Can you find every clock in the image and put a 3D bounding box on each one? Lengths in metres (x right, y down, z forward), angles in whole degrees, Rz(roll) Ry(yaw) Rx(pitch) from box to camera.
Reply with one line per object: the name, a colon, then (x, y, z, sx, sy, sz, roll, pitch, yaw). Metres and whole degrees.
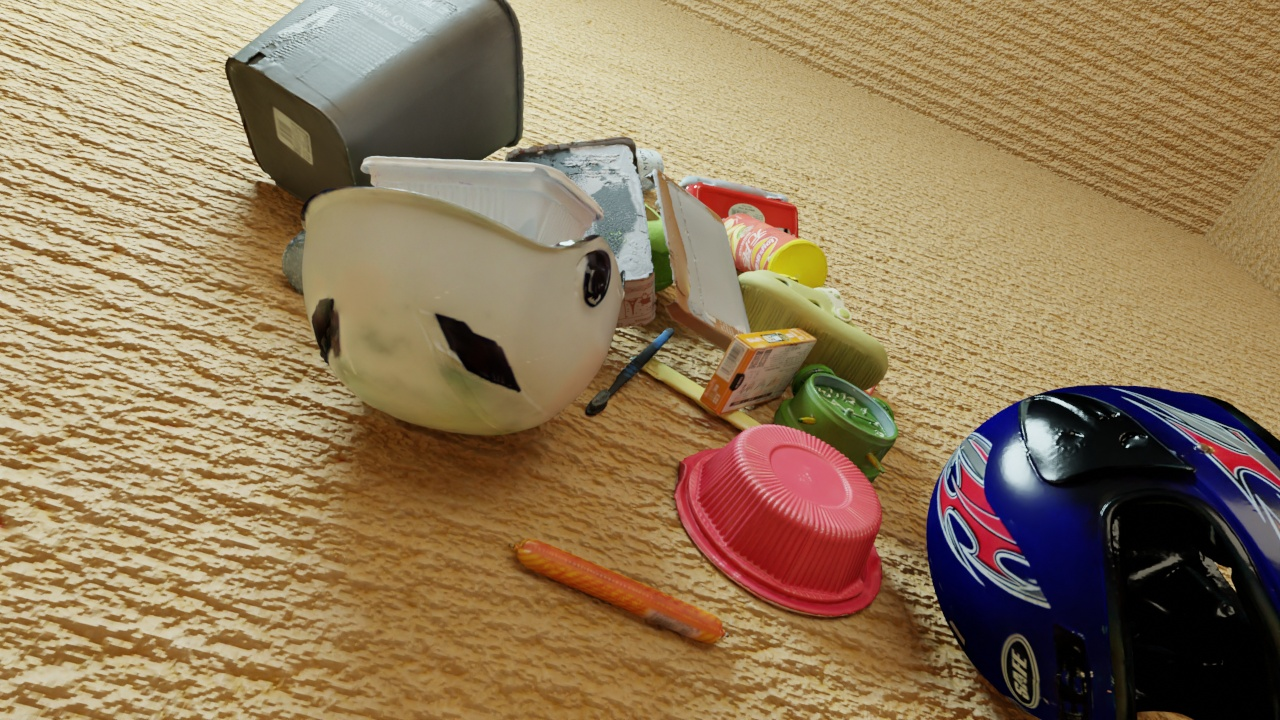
clock: (0.198, 0.058, 0.913, 0.116, 0.056, 0.161, 32, 24, 1)

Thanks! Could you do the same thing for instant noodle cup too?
instant noodle cup: (0.126, 0.118, 0.762, 0.193, 0.066, 0.193, 18, 30, -11)
instant noodle cup: (-0.130, -0.117, 0.757, 0.174, 0.060, 0.138, 8, -5, 17)

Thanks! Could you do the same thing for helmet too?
helmet: (0.347, 0.160, 0.679, 0.240, 0.247, 0.315, -17, 27, 4)
helmet: (-0.133, -0.021, 0.664, 0.229, 0.146, 0.258, 7, -5, 14)

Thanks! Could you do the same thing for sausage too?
sausage: (-0.014, 0.158, 0.629, 0.165, 0.021, 0.021, 24, 29, -3)

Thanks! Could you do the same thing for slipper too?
slipper: (0.184, -0.039, 0.999, 0.190, 0.092, 0.081, 31, 45, 4)

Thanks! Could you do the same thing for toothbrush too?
toothbrush: (-0.005, 0.005, 0.878, 0.014, 0.016, 0.189, 31, 35, 11)

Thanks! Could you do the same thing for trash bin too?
trash bin: (-0.257, -0.264, 0.902, 0.199, 0.199, 0.219, 32, 57, 16)

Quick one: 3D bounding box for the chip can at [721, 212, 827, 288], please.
chip can: (0.153, -0.129, 1.121, 0.073, 0.073, 0.216, 16, 12, -17)

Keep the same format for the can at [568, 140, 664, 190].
can: (-0.037, -0.269, 1.271, 0.146, 0.058, 0.058, -4, 41, -42)

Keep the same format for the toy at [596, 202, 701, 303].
toy: (-0.019, -0.142, 1.046, 0.226, 0.090, 0.246, -2, 43, -42)

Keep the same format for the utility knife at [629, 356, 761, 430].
utility knife: (0.074, 0.044, 0.888, 0.195, 0.020, 0.030, 28, 34, 19)

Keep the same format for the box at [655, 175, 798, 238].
box: (0.122, -0.199, 1.294, 0.201, 0.095, 0.102, 4, -6, -36)

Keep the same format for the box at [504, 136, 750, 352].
box: (-0.004, -0.110, 0.891, 0.272, 0.131, 0.179, 8, 56, -25)

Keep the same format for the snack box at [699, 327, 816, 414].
snack box: (0.119, 0.008, 0.901, 0.026, 0.075, 0.153, 38, 23, 23)

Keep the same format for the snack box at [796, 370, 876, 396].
snack box: (0.201, -0.004, 1.059, 0.153, 0.026, 0.075, 32, 29, 12)

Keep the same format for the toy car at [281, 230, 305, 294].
toy car: (-0.246, -0.069, 0.786, 0.120, 0.054, 0.036, 20, 28, -9)
